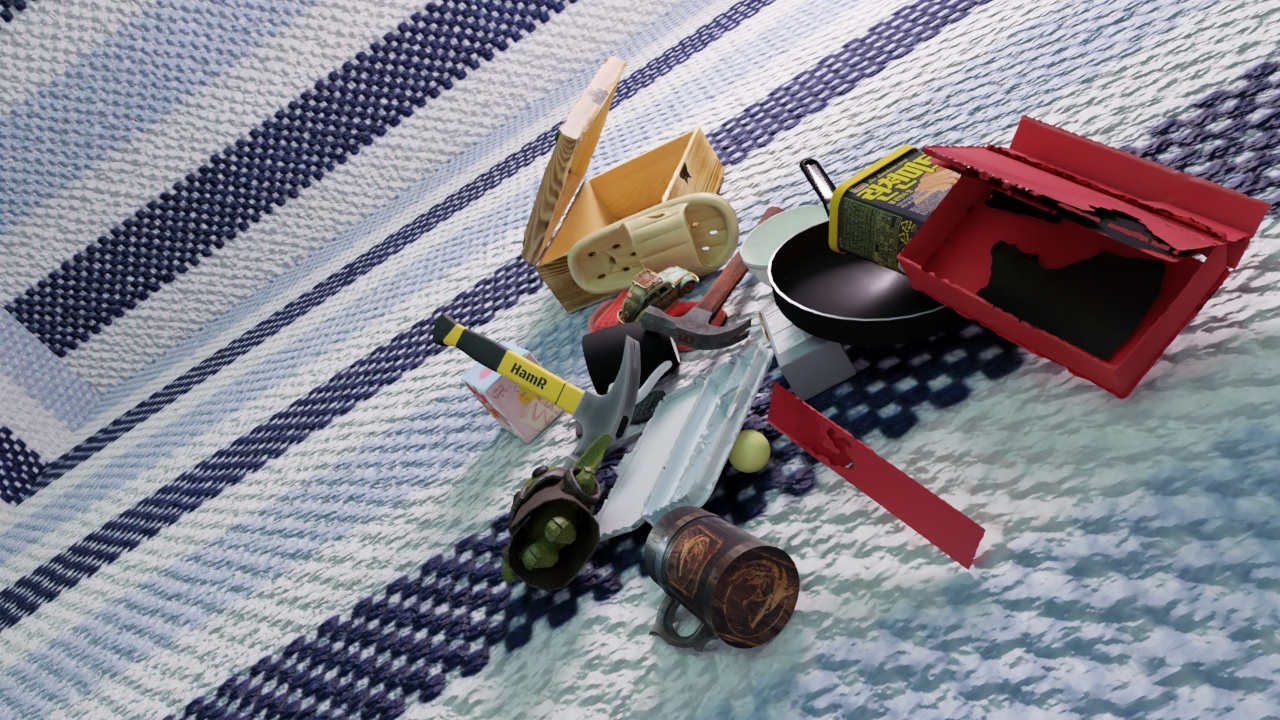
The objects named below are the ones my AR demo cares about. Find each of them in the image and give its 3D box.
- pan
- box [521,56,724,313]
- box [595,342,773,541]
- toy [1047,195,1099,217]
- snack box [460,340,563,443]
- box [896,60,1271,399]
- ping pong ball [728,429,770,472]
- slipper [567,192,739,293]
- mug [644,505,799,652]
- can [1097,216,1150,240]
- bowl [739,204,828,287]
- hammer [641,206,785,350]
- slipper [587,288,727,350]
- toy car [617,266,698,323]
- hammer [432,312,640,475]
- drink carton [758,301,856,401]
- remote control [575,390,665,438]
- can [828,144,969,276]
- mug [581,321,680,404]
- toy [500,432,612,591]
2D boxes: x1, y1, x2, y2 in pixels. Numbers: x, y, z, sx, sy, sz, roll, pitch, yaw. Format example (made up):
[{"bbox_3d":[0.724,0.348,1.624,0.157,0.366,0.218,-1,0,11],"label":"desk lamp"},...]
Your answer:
[{"bbox_3d":[0.220,-0.124,0.957,0.204,0.044,0.355,-11,35,0],"label":"pan"},{"bbox_3d":[-0.068,-0.269,1.389,0.270,0.264,0.278,-21,32,31],"label":"box"},{"bbox_3d":[0.040,0.085,0.904,0.191,0.037,0.208,-36,18,47],"label":"box"},{"bbox_3d":[0.420,-0.148,0.863,0.090,0.070,0.103,-19,6,6],"label":"toy"},{"bbox_3d":[-0.161,0.039,1.172,0.079,0.095,0.093,-44,28,-16],"label":"snack box"},{"bbox_3d":[0.389,-0.219,0.680,0.214,0.138,0.468,40,109,41],"label":"box"},{"bbox_3d":[0.100,0.084,0.852,0.040,0.040,0.040,-28,28,16],"label":"ping pong ball"},{"bbox_3d":[0.007,-0.139,1.226,0.262,0.111,0.079,-13,24,30],"label":"slipper"},{"bbox_3d":[0.053,0.182,0.723,0.107,0.080,0.115,20,86,60],"label":"mug"},{"bbox_3d":[0.409,-0.094,0.780,0.038,0.038,0.079,-32,27,8],"label":"can"},{"bbox_3d":[0.180,-0.123,1.067,0.117,0.061,0.117,-22,32,15],"label":"bowl"},{"bbox_3d":[0.117,-0.110,1.122,0.111,0.028,0.299,20,44,17],"label":"hammer"},{"bbox_3d":[0.005,-0.060,1.179,0.103,0.059,0.249,-48,30,-23],"label":"slipper"},{"bbox_3d":[0.017,-0.087,1.119,0.111,0.047,0.047,-38,45,-17],"label":"toy car"},{"bbox_3d":[-0.134,0.010,1.067,0.325,0.034,0.170,26,88,35],"label":"hammer"},{"bbox_3d":[0.168,-0.021,0.934,0.076,0.048,0.124,-29,27,13],"label":"drink carton"},{"bbox_3d":[-0.026,0.063,1.070,0.125,0.009,0.046,-17,32,33],"label":"remote control"},{"bbox_3d":[0.260,-0.141,0.872,0.130,0.073,0.101,-33,44,-29],"label":"can"},{"bbox_3d":[-0.006,0.006,1.065,0.100,0.085,0.118,-17,40,7],"label":"mug"},{"bbox_3d":[-0.088,0.154,0.896,0.179,0.078,0.152,-52,14,7],"label":"toy"}]
